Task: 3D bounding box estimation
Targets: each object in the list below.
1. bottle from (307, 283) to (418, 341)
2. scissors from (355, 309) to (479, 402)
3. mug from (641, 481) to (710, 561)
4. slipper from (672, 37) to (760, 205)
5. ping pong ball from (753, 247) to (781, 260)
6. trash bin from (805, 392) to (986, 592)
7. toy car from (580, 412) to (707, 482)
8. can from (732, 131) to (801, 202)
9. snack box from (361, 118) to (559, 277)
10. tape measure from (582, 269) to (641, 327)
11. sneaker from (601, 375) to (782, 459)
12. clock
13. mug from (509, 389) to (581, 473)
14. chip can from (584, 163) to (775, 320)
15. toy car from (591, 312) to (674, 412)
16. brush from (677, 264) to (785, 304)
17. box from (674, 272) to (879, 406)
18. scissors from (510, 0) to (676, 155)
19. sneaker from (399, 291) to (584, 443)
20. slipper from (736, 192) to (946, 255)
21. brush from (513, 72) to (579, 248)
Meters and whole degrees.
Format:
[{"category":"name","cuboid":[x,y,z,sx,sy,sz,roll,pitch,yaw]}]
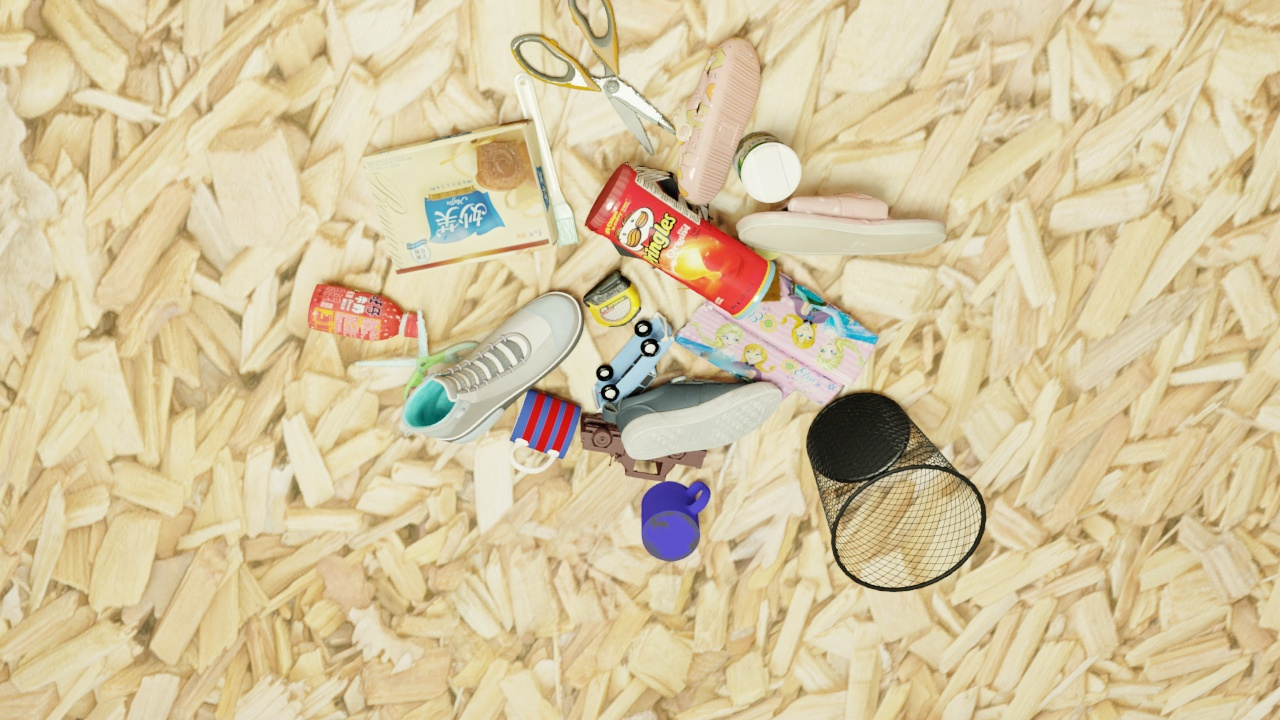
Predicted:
[{"category":"bottle","cuboid":[-0.352,-0.057,1.183,0.137,0.062,0.062,11,110,-10]},{"category":"scissors","cuboid":[-0.286,0.001,1.208,0.172,0.021,0.172,0,131,-13]},{"category":"mug","cuboid":[0.052,0.212,1.269,0.111,0.083,0.079,-42,105,14]},{"category":"slipper","cuboid":[0.073,-0.284,1.080,0.081,0.093,0.197,21,96,31]},{"category":"ping pong ball","cuboid":[0.161,-0.147,1.155,0.040,0.040,0.040,0,111,0]},{"category":"trash bin","cuboid":[0.306,0.153,1.168,0.184,0.210,0.184,-2,117,-4]},{"category":"toy car","cuboid":[-0.001,0.119,1.243,0.169,0.070,0.062,10,111,-8]},{"category":"can","cuboid":[0.147,-0.230,1.081,0.067,0.120,0.067,0,110,0]},{"category":"snack box","cuboid":[-0.218,-0.198,1.125,0.207,0.055,0.153,-10,109,8]},{"category":"tape measure","cuboid":[-0.033,-0.076,1.186,0.066,0.037,0.064,-38,105,16]},{"category":"sneaker","cuboid":[0.069,0.061,1.202,0.235,0.087,0.089,-11,139,-20]},{"category":"clock","cuboid":[0.024,-0.169,1.135,0.154,0.065,0.115,33,108,-10]},{"category":"mug","cuboid":[-0.131,0.100,1.217,0.076,0.111,0.075,20,148,-7]},{"category":"chip can","cuboid":[0.046,-0.135,1.065,0.213,0.087,0.087,31,108,-14]},{"category":"toy car","cuboid":[-0.007,0.007,1.204,0.054,0.056,0.154,29,115,-29]},{"category":"brush","cuboid":[0.114,-0.092,1.139,0.126,0.017,0.048,-3,93,-9]},{"category":"box","cuboid":[0.176,-0.026,1.193,0.230,0.061,0.161,30,108,-10]},{"category":"scissors","cuboid":[-0.038,-0.350,1.093,0.225,0.016,0.175,30,109,-11]},{"category":"sneaker","cuboid":[-0.184,0.004,1.133,0.257,0.160,0.093,-42,82,4]},{"category":"slipper","cuboid":[0.243,-0.166,1.104,0.274,0.114,0.054,1,79,-19]},{"category":"brush","cuboid":[-0.118,-0.246,1.137,0.033,0.012,0.218,-13,108,6]}]
